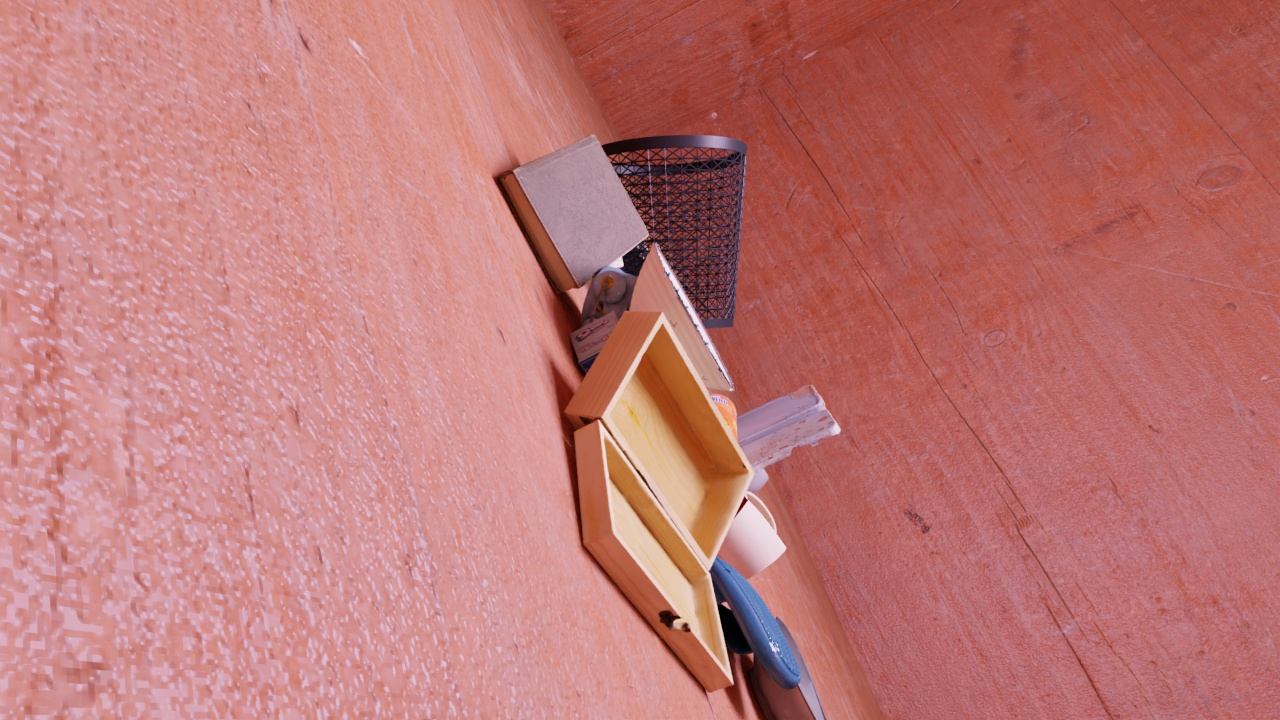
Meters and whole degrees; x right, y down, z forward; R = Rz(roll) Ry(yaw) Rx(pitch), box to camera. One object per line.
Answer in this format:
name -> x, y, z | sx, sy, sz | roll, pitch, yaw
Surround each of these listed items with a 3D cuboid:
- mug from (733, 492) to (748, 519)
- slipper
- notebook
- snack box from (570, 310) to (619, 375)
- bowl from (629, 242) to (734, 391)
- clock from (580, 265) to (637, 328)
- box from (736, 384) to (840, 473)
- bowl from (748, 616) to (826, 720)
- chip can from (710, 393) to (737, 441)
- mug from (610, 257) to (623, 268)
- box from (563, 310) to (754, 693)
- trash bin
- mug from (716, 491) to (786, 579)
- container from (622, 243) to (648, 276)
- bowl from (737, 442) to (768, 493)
mug -> 0.072, 0.162, 0.999 | 0.087, 0.088, 0.114 | 60, 9, -29
slipper -> 0.106, 0.277, 0.984 | 0.104, 0.059, 0.213 | 51, 0, -21
notebook -> -0.081, -0.193, 1.060 | 0.190, 0.035, 0.214 | 61, 31, -9
snack box -> 0.000, 0.048, 1.008 | 0.226, 0.059, 0.059 | 58, 6, -37
bowl -> 0.029, -0.030, 0.974 | 0.177, 0.071, 0.177 | 60, 7, -13
clock -> -0.031, -0.057, 1.021 | 0.124, 0.052, 0.089 | -14, 121, -68
box -> 0.161, 0.115, 1.261 | 0.043, 0.216, 0.148 | 62, 7, -25
bowl -> 0.162, 0.372, 1.041 | 0.151, 0.057, 0.150 | 61, 8, -16
chip can -> 0.095, 0.118, 1.194 | 0.062, 0.062, 0.210 | 61, 16, -20
mug -> -0.071, -0.157, 1.202 | 0.097, 0.081, 0.122 | 71, -18, -3
box -> 0.022, 0.125, 0.828 | 0.260, 0.097, 0.247 | -84, 150, -45
trash bin -> 0.041, -0.164, 1.260 | 0.216, 0.217, 0.243 | -20, 108, -82
mug -> 0.131, 0.216, 1.187 | 0.104, 0.085, 0.111 | 54, 42, 5
container -> -0.002, -0.107, 1.427 | 0.187, 0.071, 0.145 | 64, 8, -4
bowl -> 0.125, 0.156, 1.399 | 0.132, 0.064, 0.132 | 45, -6, 6
